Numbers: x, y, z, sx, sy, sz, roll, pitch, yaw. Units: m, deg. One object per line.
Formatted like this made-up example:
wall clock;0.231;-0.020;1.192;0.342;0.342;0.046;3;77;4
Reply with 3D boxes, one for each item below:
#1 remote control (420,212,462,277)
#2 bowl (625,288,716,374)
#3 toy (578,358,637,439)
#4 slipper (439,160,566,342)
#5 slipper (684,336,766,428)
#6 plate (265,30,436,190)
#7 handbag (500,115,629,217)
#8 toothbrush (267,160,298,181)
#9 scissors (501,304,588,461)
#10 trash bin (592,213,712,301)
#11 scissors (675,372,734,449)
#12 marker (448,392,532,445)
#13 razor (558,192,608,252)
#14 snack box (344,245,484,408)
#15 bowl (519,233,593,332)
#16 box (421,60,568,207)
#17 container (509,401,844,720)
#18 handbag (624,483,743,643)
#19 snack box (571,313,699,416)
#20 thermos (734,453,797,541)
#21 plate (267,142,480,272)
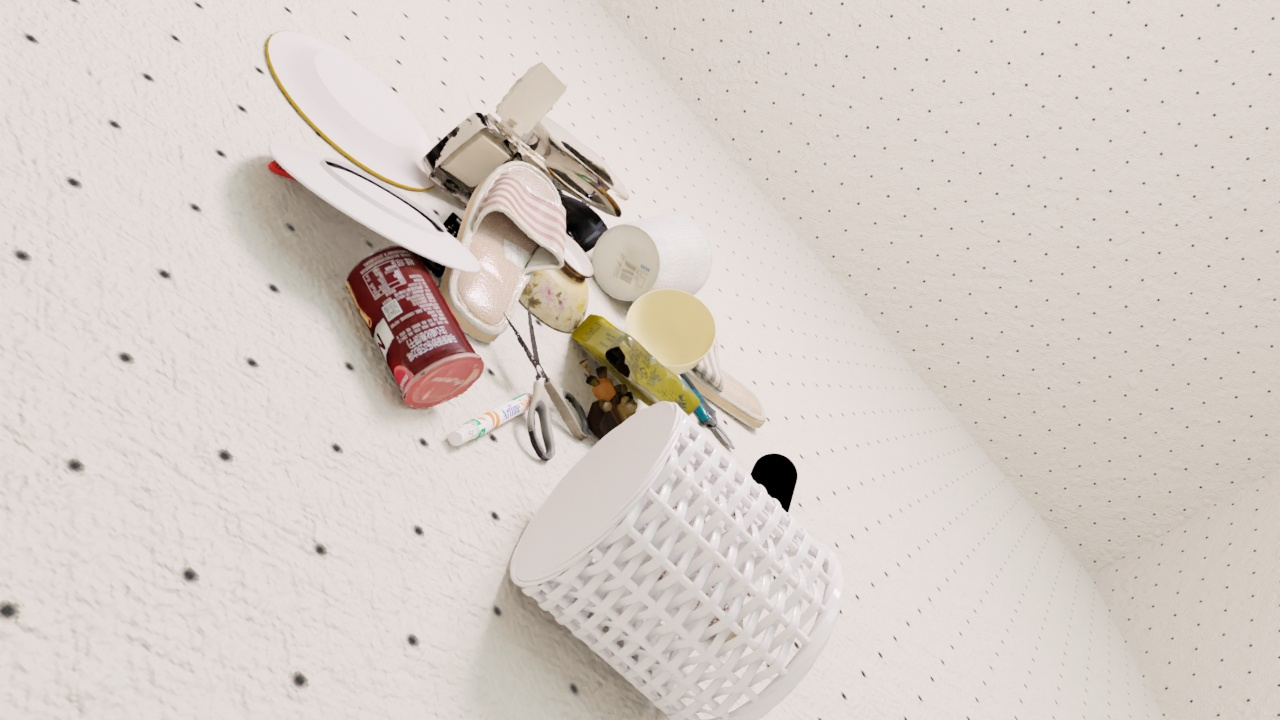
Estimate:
remote control;-0.208;-0.126;0.983;0.030;0.009;0.139;44;21;-17
bowl;0.036;-0.025;1.211;0.118;0.117;0.074;60;-20;23
toy;-0.034;0.043;0.971;0.076;0.063;0.100;-46;115;-53
slipper;-0.135;-0.127;0.977;0.115;0.052;0.262;41;41;-24
slipper;0.099;0.008;1.339;0.272;0.054;0.114;40;28;-28
plate;-0.309;-0.284;1.026;0.230;0.021;0.229;42;22;-22
handbag;-0.107;-0.267;1.291;0.200;0.093;0.199;25;15;-48
toothbrush;-0.272;-0.165;0.904;0.212;0.018;0.012;13;42;-59
scissors;-0.094;0.029;0.899;0.171;0.013;0.157;51;27;-40
trash bin;0.013;-0.144;1.318;0.133;0.133;0.161;54;25;9
scissors;0.079;0.062;1.247;0.139;0.019;0.136;28;32;-48
marker;-0.131;0.052;0.826;0.017;0.017;0.145;52;20;3
razor;-0.106;-0.195;1.264;0.140;0.053;0.063;23;58;-43
snack box;-0.190;-0.028;0.766;0.121;0.072;0.072;57;21;19
bowl;-0.102;-0.109;1.096;0.145;0.063;0.145;44;22;-23
box;-0.159;-0.271;1.078;0.099;0.184;0.143;60;14;28
container;0.028;0.161;0.723;0.187;0.190;0.189;45;21;-12
handbag;0.042;0.184;0.917;0.186;0.047;0.124;46;20;-13
snack box;-0.006;0.006;1.028;0.121;0.045;0.181;44;-5;-16
thermos;0.152;0.181;1.131;0.061;0.061;0.230;50;20;-1
plate;-0.232;-0.143;0.827;0.208;0.015;0.208;33;9;-6
